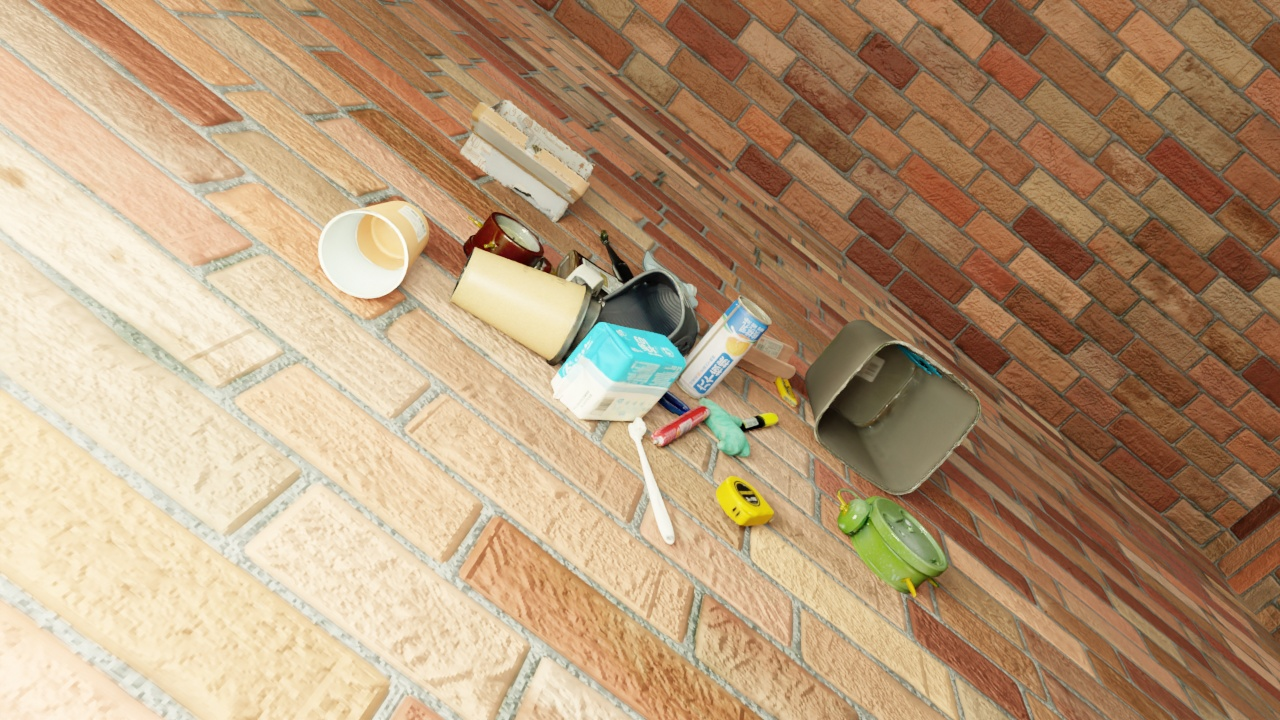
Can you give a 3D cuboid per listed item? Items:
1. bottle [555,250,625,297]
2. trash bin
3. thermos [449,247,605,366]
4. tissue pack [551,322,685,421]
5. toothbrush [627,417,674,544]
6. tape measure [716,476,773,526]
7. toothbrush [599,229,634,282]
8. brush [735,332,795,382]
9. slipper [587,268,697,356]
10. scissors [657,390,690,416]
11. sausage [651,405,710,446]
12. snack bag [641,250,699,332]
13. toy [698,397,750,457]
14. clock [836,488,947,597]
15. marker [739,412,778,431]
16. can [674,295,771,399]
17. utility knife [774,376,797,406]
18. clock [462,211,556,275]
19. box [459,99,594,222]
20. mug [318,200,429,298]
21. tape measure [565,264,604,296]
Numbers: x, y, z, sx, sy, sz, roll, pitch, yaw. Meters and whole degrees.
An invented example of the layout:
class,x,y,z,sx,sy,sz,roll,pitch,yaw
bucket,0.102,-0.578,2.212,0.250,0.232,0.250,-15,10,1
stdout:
class,x,y,z,sx,sy,sz,roll,pitch,yaw
bottle,-0.021,-0.068,1.184,0.194,0.044,0.079,31,29,-26
trash bin,0.369,0.053,1.415,0.199,0.199,0.219,35,15,-12
thermos,-0.117,-0.058,0.938,0.143,0.093,0.093,26,23,-15
tissue pack,-0.022,0.011,0.945,0.063,0.090,0.139,50,22,27
toothbrush,0.012,0.114,0.896,0.016,0.016,0.180,27,24,-26
tape measure,0.105,0.151,0.963,0.060,0.029,0.057,10,36,-54
toothbrush,-0.028,-0.132,1.330,0.026,0.027,0.212,-10,40,-13
brush,0.168,-0.014,1.373,0.145,0.063,0.073,23,16,-37
slipper,0.015,-0.051,1.090,0.110,0.084,0.267,56,31,5
scissors,-0.004,0.010,1.096,0.176,0.012,0.162,41,22,6
sausage,0.046,0.073,1.030,0.020,0.020,0.155,44,25,12
snack bag,0.045,-0.104,1.386,0.110,0.039,0.190,30,20,-11
toy,0.104,0.081,1.110,0.096,0.030,0.092,20,30,-48
clock,0.304,0.217,1.134,0.161,0.056,0.116,51,22,27
marker,0.152,0.083,1.213,0.018,0.015,0.124,47,24,21
can,0.101,-0.014,1.150,0.053,0.135,0.053,34,20,-15
utility knife,0.224,0.028,1.451,0.033,0.015,0.154,29,22,-19
clock,-0.147,-0.124,1.061,0.121,0.055,0.082,20,28,-47
box,-0.160,-0.286,1.304,0.178,0.106,0.272,35,8,-12
mug,-0.239,-0.111,0.852,0.078,0.078,0.122,36,16,-10
tape measure,-0.074,-0.079,1.079,0.033,0.066,0.065,37,19,4
